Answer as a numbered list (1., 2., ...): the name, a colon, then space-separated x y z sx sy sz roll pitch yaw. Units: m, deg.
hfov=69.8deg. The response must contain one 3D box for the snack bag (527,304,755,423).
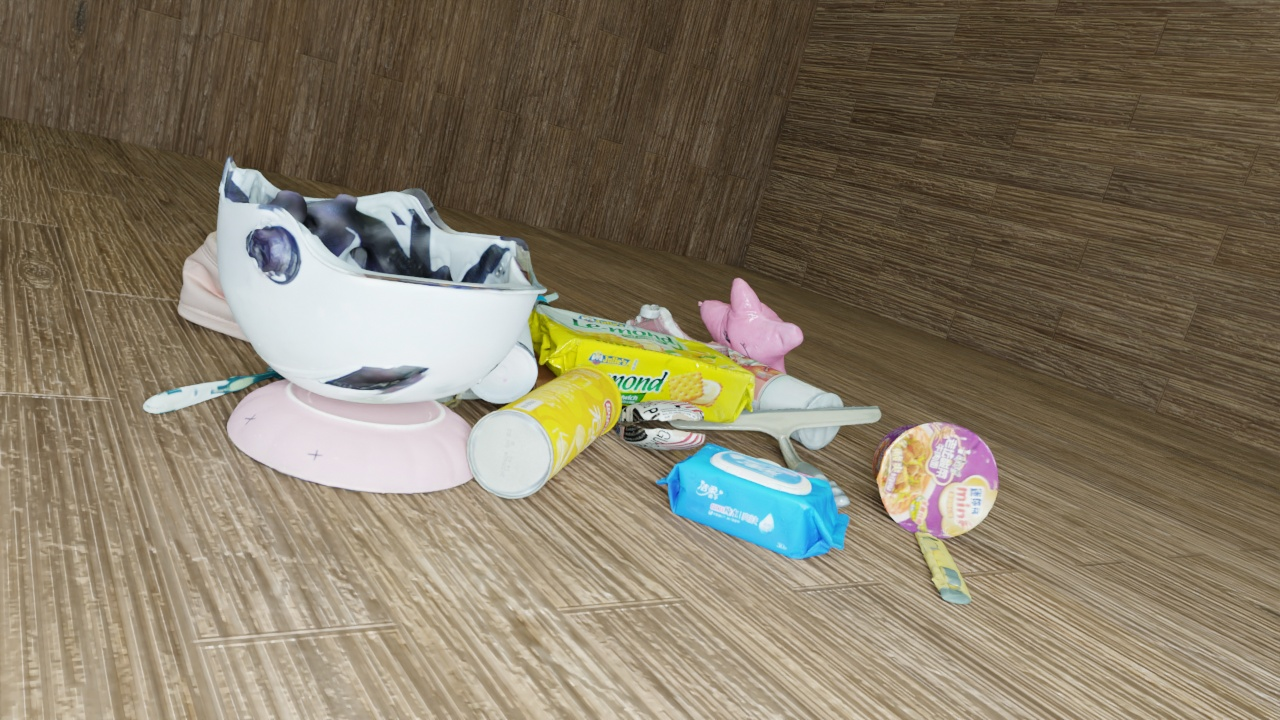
1. snack bag: -0.006 0.006 0.991 0.246 0.068 0.158 13 10 -21

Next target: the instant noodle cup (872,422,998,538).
1. instant noodle cup: 0.282 0.110 0.907 0.111 0.111 0.099 15 5 2

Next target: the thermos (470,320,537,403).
1. thermos: -0.148 -0.036 0.946 0.073 0.073 0.224 11 23 -17

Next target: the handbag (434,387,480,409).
1. handbag: -0.211 -0.008 0.910 0.178 0.063 0.163 39 15 -30

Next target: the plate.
1. plate: -0.216 0.048 0.716 0.192 0.039 0.192 14 11 -3

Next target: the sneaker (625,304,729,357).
1. sneaker: 0.012 -0.029 1.191 0.241 0.088 0.118 6 4 38

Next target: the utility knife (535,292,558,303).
1. utility knife: -0.171 -0.058 1.180 0.165 0.018 0.034 -26 35 -34

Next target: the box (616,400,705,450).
1. box: 0.017 0.054 0.863 0.074 0.064 0.164 26 -10 -10

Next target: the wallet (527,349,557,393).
1. wallet: -0.104 0.005 1.054 0.130 0.035 0.119 2 36 -47

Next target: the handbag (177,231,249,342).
1. handbag: -0.342 -0.052 0.978 0.234 0.093 0.193 28 13 7

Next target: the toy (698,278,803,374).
1. toy: 0.145 -0.025 1.266 0.074 0.195 0.178 -34 60 -26

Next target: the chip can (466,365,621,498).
1. chip can: -0.074 0.054 0.784 0.072 0.072 0.213 17 11 9

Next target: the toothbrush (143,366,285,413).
1. toothbrush: -0.341 0.020 0.755 0.018 0.016 0.191 7 9 11

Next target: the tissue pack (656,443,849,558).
1. tissue pack: 0.099 0.114 0.766 0.157 0.052 0.094 18 12 17

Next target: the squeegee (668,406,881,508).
1. squeegee: 0.165 0.106 0.930 0.246 0.039 0.246 -2 16 -7

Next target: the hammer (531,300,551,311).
1. hammer: -0.255 -0.092 1.084 0.323 0.032 0.125 28 35 -17

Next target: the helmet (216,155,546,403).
1. helmet: -0.204 -0.043 0.698 0.259 0.146 0.228 30 19 29

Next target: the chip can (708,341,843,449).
1. chip can: 0.151 0.040 1.152 0.071 0.071 0.215 6 14 -38

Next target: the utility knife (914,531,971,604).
1. utility knife: 0.255 0.175 0.780 0.031 0.018 0.151 21 7 3
